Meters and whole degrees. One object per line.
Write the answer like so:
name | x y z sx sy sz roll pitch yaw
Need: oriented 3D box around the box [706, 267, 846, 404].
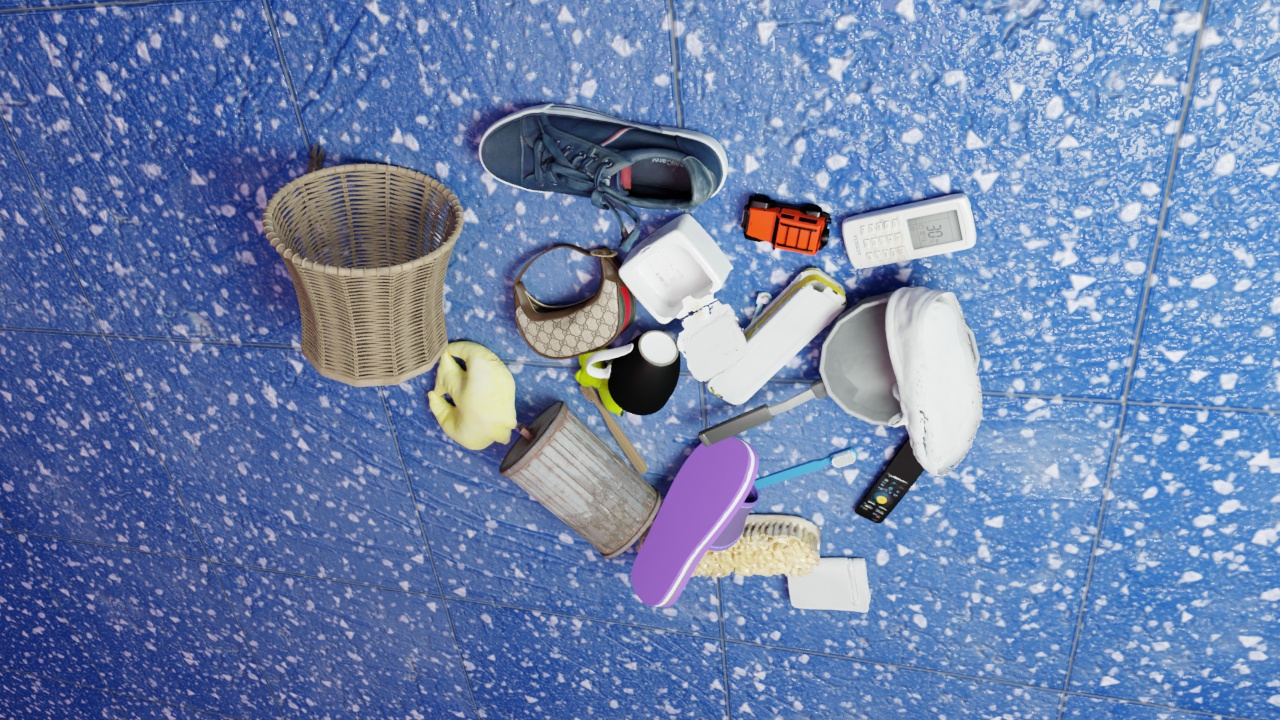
box | 0.160 -0.025 1.112 0.064 0.033 0.210 31 124 -19

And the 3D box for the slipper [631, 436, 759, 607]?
slipper | 0.090 0.220 1.250 0.084 0.107 0.267 17 109 -38

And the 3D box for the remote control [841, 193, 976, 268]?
remote control | 0.293 -0.141 1.007 0.139 0.025 0.060 -9 118 24

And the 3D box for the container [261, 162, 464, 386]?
container | -0.335 -0.103 1.142 0.227 0.226 0.197 17 132 8

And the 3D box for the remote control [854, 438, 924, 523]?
remote control | 0.329 0.157 1.193 0.041 0.020 0.152 25 127 2

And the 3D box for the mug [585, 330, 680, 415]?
mug | -0.007 0.007 1.150 0.119 0.084 0.100 12 146 -10

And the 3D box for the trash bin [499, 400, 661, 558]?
trash bin | -0.088 0.161 1.274 0.211 0.130 0.131 43 125 -12

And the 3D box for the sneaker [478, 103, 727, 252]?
sneaker | -0.058 -0.208 1.028 0.295 0.127 0.121 10 123 15

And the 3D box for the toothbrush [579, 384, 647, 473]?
toothbrush | -0.037 0.095 1.283 0.016 0.016 0.167 -21 114 31

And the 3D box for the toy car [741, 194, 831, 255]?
toy car | 0.163 -0.150 1.032 0.100 0.048 0.051 13 125 11

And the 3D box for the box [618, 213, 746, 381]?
box | 0.062 -0.075 1.101 0.111 0.083 0.190 -33 90 34

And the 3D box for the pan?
pan | 0.227 0.029 1.111 0.358 0.041 0.178 -26 115 25

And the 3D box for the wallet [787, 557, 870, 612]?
wallet | 0.269 0.316 1.313 0.116 0.032 0.086 0 111 22

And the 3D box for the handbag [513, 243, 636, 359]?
handbag | -0.084 -0.079 1.163 0.167 0.063 0.138 -15 106 27

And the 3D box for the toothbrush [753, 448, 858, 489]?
toothbrush | 0.214 0.150 1.231 0.167 0.014 0.016 -24 111 31

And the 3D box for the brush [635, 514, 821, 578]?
brush | 0.124 0.265 1.311 0.272 0.056 0.083 -5 121 22

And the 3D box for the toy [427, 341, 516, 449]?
toy | -0.234 0.058 1.297 0.155 0.064 0.171 37 125 17

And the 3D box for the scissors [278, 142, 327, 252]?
scissors | -0.454 -0.221 1.223 0.132 0.012 0.170 4 126 15

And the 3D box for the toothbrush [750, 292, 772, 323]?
toothbrush | 0.136 -0.018 1.149 0.022 0.016 0.155 -9 131 -28

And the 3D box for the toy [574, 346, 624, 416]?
toy | -0.043 0.027 1.229 0.093 0.036 0.094 17 119 15

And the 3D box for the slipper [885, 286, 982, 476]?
slipper | 0.321 0.027 1.022 0.112 0.074 0.247 -26 121 -9
